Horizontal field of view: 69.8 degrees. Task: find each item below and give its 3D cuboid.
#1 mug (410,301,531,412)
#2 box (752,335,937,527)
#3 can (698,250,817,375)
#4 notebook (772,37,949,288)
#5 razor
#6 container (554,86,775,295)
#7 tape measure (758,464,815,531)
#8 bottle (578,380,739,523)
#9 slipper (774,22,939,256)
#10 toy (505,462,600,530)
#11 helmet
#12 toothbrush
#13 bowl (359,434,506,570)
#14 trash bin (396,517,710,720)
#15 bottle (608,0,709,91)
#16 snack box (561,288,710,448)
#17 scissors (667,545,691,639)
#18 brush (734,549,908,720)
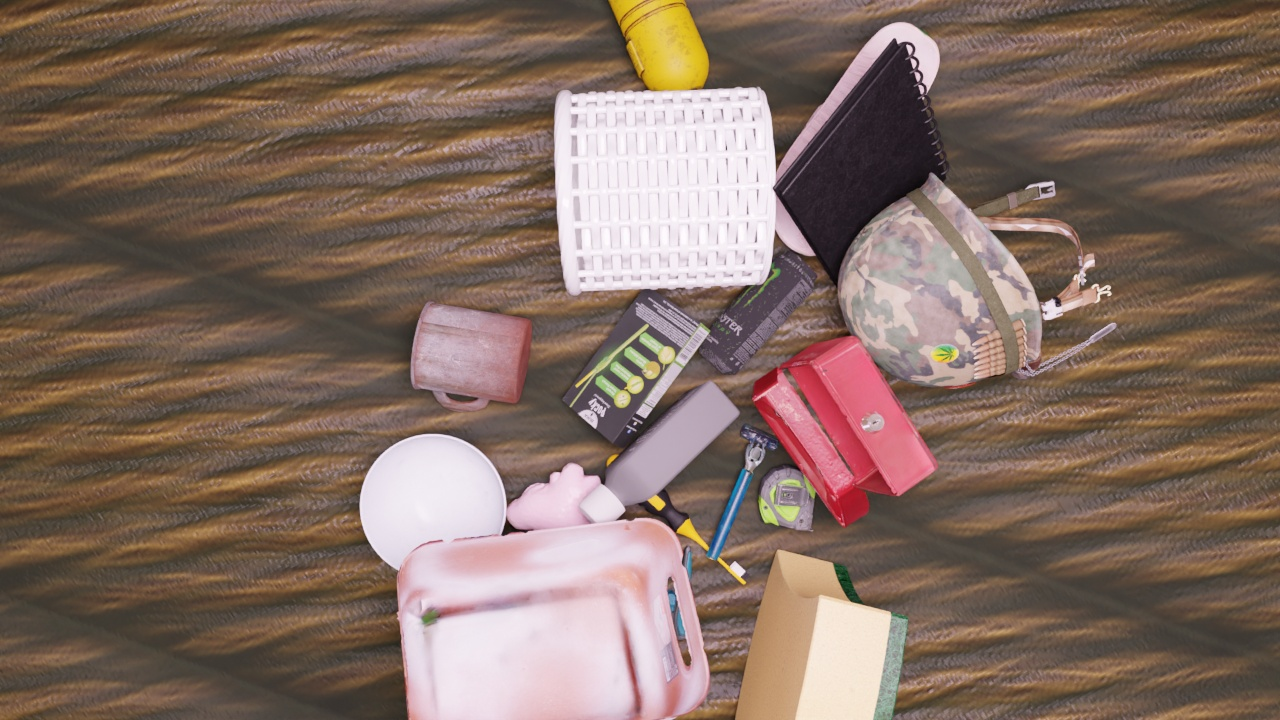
[{"bbox_3d":[-0.170,0.006,0.932,0.110,0.096,0.123,12,128,3],"label":"mug"},{"bbox_3d":[0.198,0.061,0.904,0.117,0.135,0.157,-36,93,6],"label":"box"},{"bbox_3d":[0.118,-0.047,0.936,0.054,0.054,0.138,42,92,-1],"label":"can"},{"bbox_3d":[0.216,-0.170,0.857,0.019,0.231,0.169,40,92,32],"label":"notebook"},{"bbox_3d":[0.101,0.139,0.952,0.042,0.022,0.144,23,84,0],"label":"razor"},{"bbox_3d":[0.020,-0.160,0.865,0.187,0.189,0.189,-2,92,0],"label":"container"},{"bbox_3d":[0.152,0.142,0.953,0.058,0.036,0.065,5,93,1],"label":"tape measure"},{"bbox_3d":[0.013,0.096,0.905,0.173,0.084,0.046,-42,92,-16],"label":"bottle"},{"bbox_3d":[0.210,-0.221,0.924,0.094,0.064,0.240,31,106,3],"label":"slipper"},{"bbox_3d":[-0.079,0.151,0.946,0.099,0.052,0.096,32,100,1],"label":"toy"},{"bbox_3d":[0.312,-0.074,0.865,0.237,0.192,0.224,-38,121,17],"label":"helmet"},{"bbox_3d":[0.039,0.168,0.960,0.196,0.031,0.031,43,87,-6],"label":"toothbrush"},{"bbox_3d":[-0.204,0.143,0.936,0.144,0.074,0.144,0,92,0],"label":"bowl"},{"bbox_3d":[-0.092,0.266,0.852,0.259,0.158,0.181,-4,62,-18],"label":"trash bin"},{"bbox_3d":[0.019,-0.328,0.918,0.071,0.071,0.164,-24,92,1],"label":"bottle"},{"bbox_3d":[-0.006,0.005,0.934,0.080,0.025,0.147,38,93,32],"label":"snack box"},{"bbox_3d":[0.030,0.262,0.968,0.150,0.019,0.130,-43,91,1],"label":"scissors"},{"bbox_3d":[0.158,0.298,0.852,0.075,0.250,0.195,14,88,0],"label":"brush"}]
